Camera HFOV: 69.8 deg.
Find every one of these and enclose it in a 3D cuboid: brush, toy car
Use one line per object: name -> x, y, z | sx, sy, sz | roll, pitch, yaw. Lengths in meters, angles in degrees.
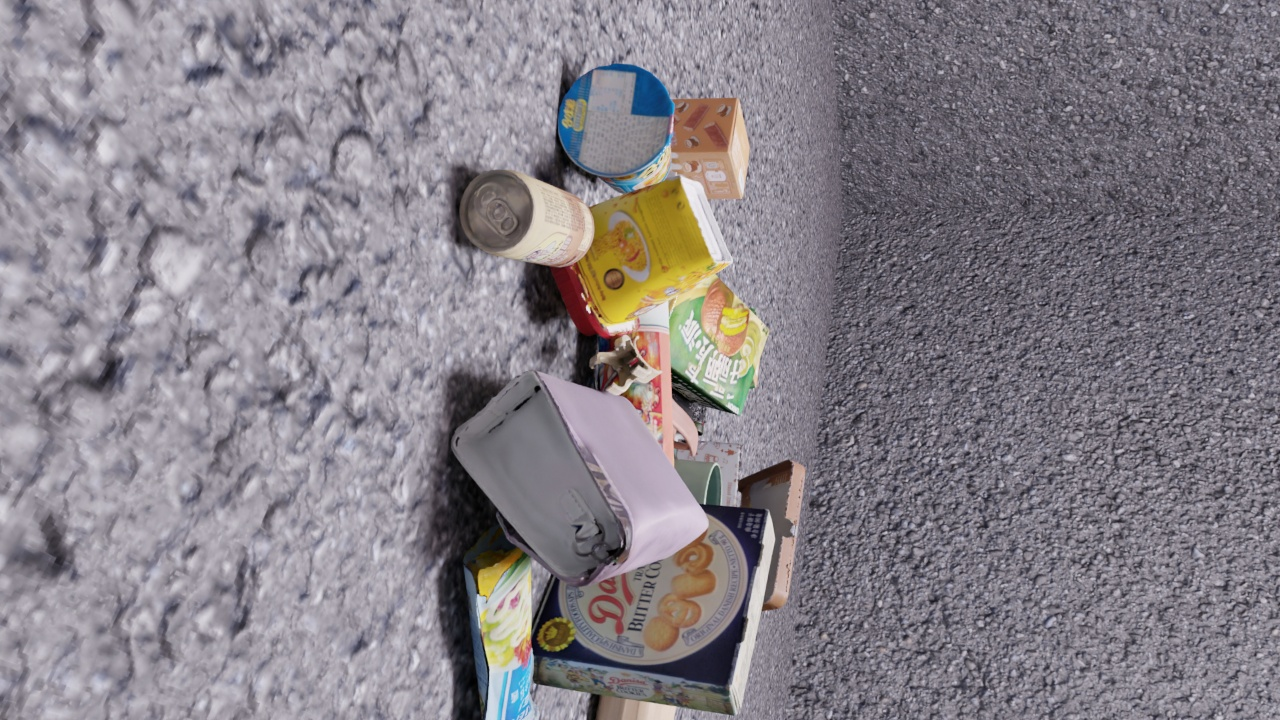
brush -> 0.016, 0.065, 0.980 | 0.146, 0.073, 0.063 | 63, 35, -56
toy car -> 0.042, 0.040, 1.107 | 0.156, 0.041, 0.071 | 42, 50, -53

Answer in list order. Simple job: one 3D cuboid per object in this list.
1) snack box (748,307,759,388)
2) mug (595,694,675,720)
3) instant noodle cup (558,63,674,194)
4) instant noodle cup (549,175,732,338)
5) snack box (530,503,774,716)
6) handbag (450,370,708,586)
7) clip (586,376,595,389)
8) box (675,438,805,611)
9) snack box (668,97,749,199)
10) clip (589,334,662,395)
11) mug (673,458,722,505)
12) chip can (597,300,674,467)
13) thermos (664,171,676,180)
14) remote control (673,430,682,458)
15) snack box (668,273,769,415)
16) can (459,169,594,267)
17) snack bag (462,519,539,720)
snack box -> 0.100, -0.015, 1.186 | 0.117, 0.106, 0.118 | 61, 37, -61
mug -> -0.005, 0.350, 0.977 | 0.125, 0.084, 0.103 | 121, -18, -66
instant noodle cup -> -0.013, -0.193, 0.812 | 0.110, 0.099, 0.099 | 37, 58, -80
instant noodle cup -> 0.000, -0.090, 0.755 | 0.116, 0.124, 0.116 | 68, 18, 1
snack box -> 0.012, 0.204, 0.799 | 0.177, 0.183, 0.046 | -68, 153, -45
handbag -> -0.037, 0.094, 0.687 | 0.098, 0.145, 0.197 | -45, 163, 8
clip -> -0.050, 0.039, 0.854 | 0.056, 0.028, 0.024 | -78, 171, -57
box -> 0.114, 0.205, 1.088 | 0.149, 0.158, 0.181 | 78, 18, -61
snack box -> 0.070, -0.243, 1.058 | 0.093, 0.094, 0.077 | 58, 38, -62
clip -> -0.005, 0.011, 0.768 | 0.076, 0.034, 0.103 | 58, 12, 15
mug -> 0.022, 0.148, 0.952 | 0.111, 0.106, 0.082 | -43, 135, -67
chip can -> -0.005, 0.005, 0.856 | 0.071, 0.071, 0.214 | 13, 75, -73
thermos -> 0.049, -0.124, 1.072 | 0.087, 0.067, 0.199 | -91, 170, -45
remote control -> 0.029, 0.142, 1.129 | 0.056, 0.019, 0.134 | 74, 25, -47
snack box -> 0.060, -0.027, 1.009 | 0.240, 0.063, 0.114 | 35, 72, -57
can -> -0.078, -0.099, 0.655 | 0.116, 0.058, 0.058 | -4, 97, -73
snack bag -> -0.101, 0.221, 0.682 | 0.110, 0.039, 0.191 | -69, 159, -74
